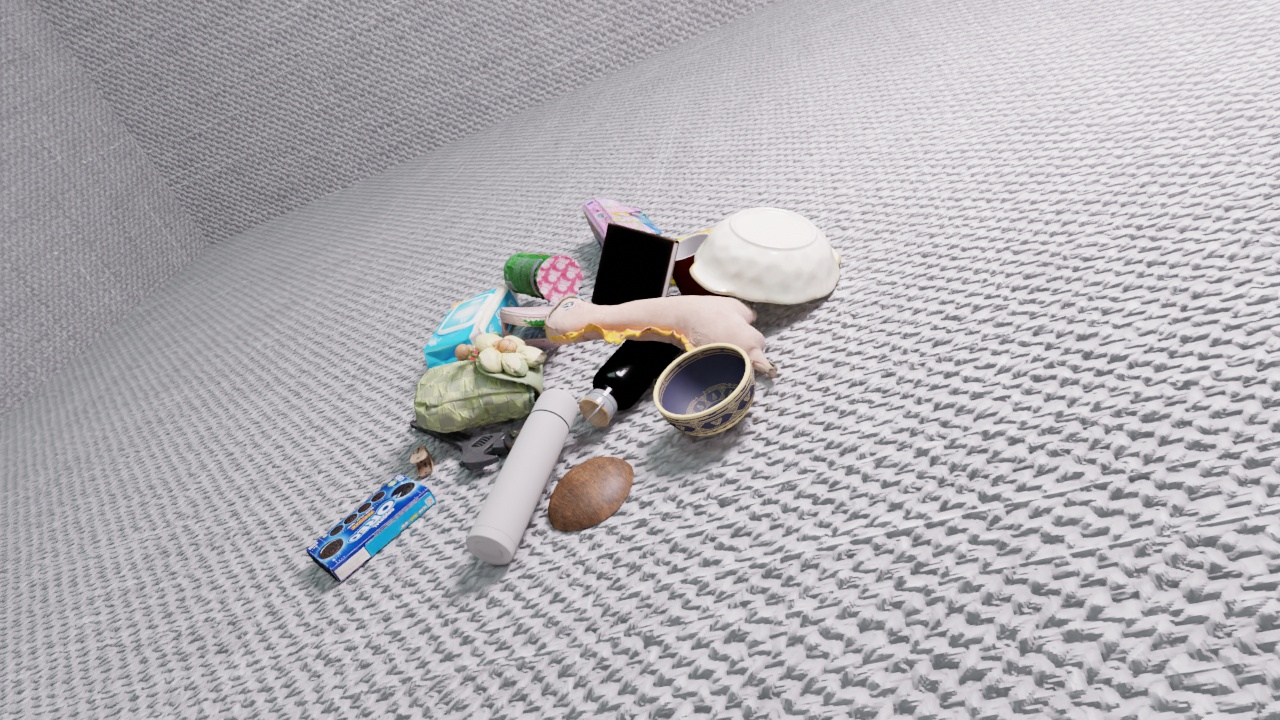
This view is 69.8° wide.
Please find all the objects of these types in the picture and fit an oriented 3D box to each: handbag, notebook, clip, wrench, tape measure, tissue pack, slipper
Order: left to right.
[{"bbox_3d":[-0.296,0.126,1.223,0.025,0.043,0.061,-27,32,-4],"label":"clip"},{"bbox_3d":[-0.254,0.105,1.247,0.073,0.018,0.274,-31,24,-29],"label":"wrench"},{"bbox_3d":[-0.271,-0.055,1.502,0.117,0.066,0.208,-17,26,18],"label":"tissue pack"},{"bbox_3d":[-0.215,0.024,1.229,0.186,0.117,0.113,-9,30,-1],"label":"handbag"},{"bbox_3d":[-0.138,0.095,1.137,0.062,0.038,0.067,-31,27,-8],"label":"tape measure"},{"bbox_3d":[-0.161,-0.049,1.367,0.094,0.064,0.239,-2,5,-7],"label":"slipper"},{"bbox_3d":[-0.014,-0.118,1.322,0.008,0.141,0.209,8,11,-29],"label":"notebook"}]

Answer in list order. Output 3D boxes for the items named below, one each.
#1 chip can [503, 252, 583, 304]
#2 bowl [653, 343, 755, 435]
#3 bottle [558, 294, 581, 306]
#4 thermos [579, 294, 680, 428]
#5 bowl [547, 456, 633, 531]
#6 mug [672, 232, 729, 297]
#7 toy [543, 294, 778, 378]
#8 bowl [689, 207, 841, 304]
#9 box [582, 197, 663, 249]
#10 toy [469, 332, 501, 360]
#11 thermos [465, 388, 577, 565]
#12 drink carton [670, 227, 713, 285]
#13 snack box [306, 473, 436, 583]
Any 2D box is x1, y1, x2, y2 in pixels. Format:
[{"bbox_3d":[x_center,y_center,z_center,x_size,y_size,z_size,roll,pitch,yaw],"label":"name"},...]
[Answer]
[{"bbox_3d":[-0.157,-0.132,1.439,0.075,0.075,0.223,-34,18,-14],"label":"chip can"},{"bbox_3d":[0.078,0.041,1.004,0.112,0.061,0.112,-21,36,15],"label":"bowl"},{"bbox_3d":[-0.106,-0.083,1.426,0.040,0.040,0.130,-30,27,-6],"label":"bottle"},{"bbox_3d":[-0.007,0.007,1.149,0.061,0.061,0.230,-1,37,42],"label":"thermos"},{"bbox_3d":[-0.059,0.137,1.003,0.102,0.026,0.114,-16,28,21],"label":"bowl"},{"bbox_3d":[0.079,-0.131,1.292,0.073,0.082,0.105,-25,26,3],"label":"mug"},{"bbox_3d":[0.020,-0.032,1.091,0.264,0.065,0.196,-2,31,-9],"label":"toy"},{"bbox_3d":[0.166,-0.146,1.176,0.218,0.060,0.188,-17,41,-26],"label":"bowl"},{"bbox_3d":[-0.027,-0.224,1.560,0.096,0.085,0.230,-25,26,-2],"label":"box"},{"bbox_3d":[-0.239,0.015,1.345,0.092,0.045,0.134,122,172,-53],"label":"toy"},{"bbox_3d":[-0.127,0.122,1.030,0.052,0.052,0.223,-10,39,31],"label":"thermos"},{"bbox_3d":[0.100,-0.160,1.354,0.135,0.058,0.042,-14,31,23],"label":"drink carton"},{"bbox_3d":[-0.331,0.204,1.132,0.149,0.027,0.082,-43,31,-28],"label":"snack box"}]
